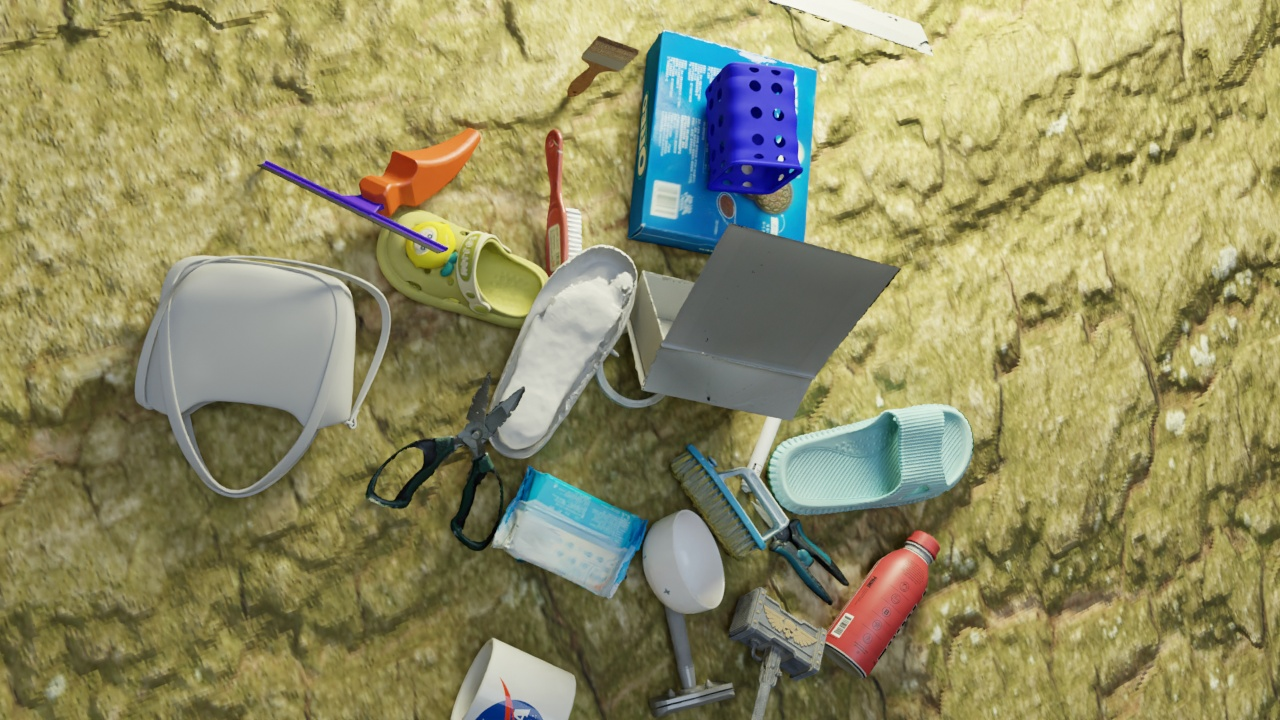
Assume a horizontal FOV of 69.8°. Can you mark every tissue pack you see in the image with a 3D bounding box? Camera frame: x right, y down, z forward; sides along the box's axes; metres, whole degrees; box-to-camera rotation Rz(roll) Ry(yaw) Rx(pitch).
[{"bbox_3d":[-0.072,0.179,0.943,0.144,0.062,0.092,26,77,-10],"label":"tissue pack"}]

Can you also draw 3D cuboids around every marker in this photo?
[{"bbox_3d":[0.145,0.089,1.043,0.020,0.017,0.133,28,76,-16],"label":"marker"}]

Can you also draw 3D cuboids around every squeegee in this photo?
[{"bbox_3d":[-0.231,-0.188,0.935,0.250,0.055,0.184,26,51,24],"label":"squeegee"}]

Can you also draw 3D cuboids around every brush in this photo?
[{"bbox_3d":[-0.084,-0.166,0.998,0.030,0.041,0.172,2,83,-36],"label":"brush"},{"bbox_3d":[-0.052,-0.305,0.969,0.045,0.143,0.008,12,80,-24],"label":"brush"},{"bbox_3d":[0.094,0.144,0.998,0.075,0.055,0.136,-36,94,-10],"label":"brush"}]

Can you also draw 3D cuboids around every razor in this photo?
[{"bbox_3d":[0.044,0.308,0.974,0.088,0.047,0.116,-8,77,-18],"label":"razor"}]

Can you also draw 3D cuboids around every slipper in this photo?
[{"bbox_3d":[0.277,0.116,1.054,0.275,0.070,0.116,-8,88,-17],"label":"slipper"},{"bbox_3d":[-0.176,-0.092,0.938,0.190,0.082,0.091,23,79,-15],"label":"slipper"},{"bbox_3d":[-0.080,-0.009,0.957,0.112,0.075,0.246,32,80,-20],"label":"slipper"}]

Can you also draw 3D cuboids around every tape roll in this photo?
[{"bbox_3d":[-0.006,0.006,1.010,0.093,0.013,0.093,2,82,-17],"label":"tape roll"}]

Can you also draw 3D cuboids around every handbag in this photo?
[{"bbox_3d":[-0.356,0.020,0.865,0.215,0.096,0.222,7,86,-14],"label":"handbag"}]

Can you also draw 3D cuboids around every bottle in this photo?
[{"bbox_3d":[0.277,0.269,1.035,0.062,0.062,0.176,44,73,-7],"label":"bottle"}]

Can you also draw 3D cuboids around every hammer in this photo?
[{"bbox_3d":[0.107,0.385,0.903,0.098,0.044,0.321,35,46,-10],"label":"hammer"}]

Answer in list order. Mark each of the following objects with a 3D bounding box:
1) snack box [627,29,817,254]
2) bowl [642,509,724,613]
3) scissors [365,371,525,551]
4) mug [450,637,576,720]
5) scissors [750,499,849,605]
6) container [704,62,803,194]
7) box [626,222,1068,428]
[{"bbox_3d":[0.096,-0.240,1.052,0.195,0.056,0.238,9,79,-16],"label":"snack box"},{"bbox_3d":[0.040,0.213,0.960,0.105,0.054,0.104,41,36,-40],"label":"bowl"},{"bbox_3d":[-0.159,0.107,0.903,0.210,0.015,0.154,-41,105,16],"label":"scissors"},{"bbox_3d":[-0.131,0.343,0.896,0.090,0.091,0.121,28,110,-12],"label":"mug"},{"bbox_3d":[0.176,0.219,1.035,0.128,0.019,0.138,2,80,-16],"label":"scissors"},{"bbox_3d":[0.118,-0.247,0.984,0.084,0.085,0.113,1,81,-18],"label":"container"},{"bbox_3d":[0.125,-0.028,0.797,0.166,0.507,0.148,11,84,-16],"label":"box"}]
